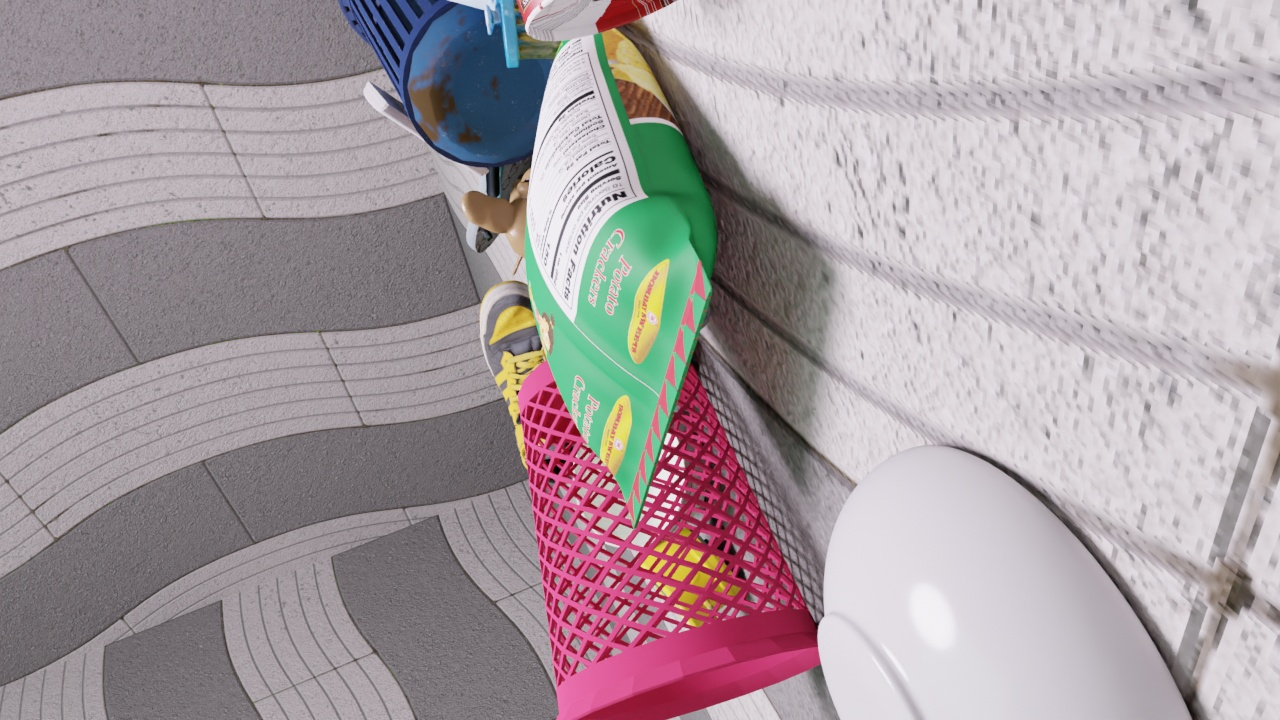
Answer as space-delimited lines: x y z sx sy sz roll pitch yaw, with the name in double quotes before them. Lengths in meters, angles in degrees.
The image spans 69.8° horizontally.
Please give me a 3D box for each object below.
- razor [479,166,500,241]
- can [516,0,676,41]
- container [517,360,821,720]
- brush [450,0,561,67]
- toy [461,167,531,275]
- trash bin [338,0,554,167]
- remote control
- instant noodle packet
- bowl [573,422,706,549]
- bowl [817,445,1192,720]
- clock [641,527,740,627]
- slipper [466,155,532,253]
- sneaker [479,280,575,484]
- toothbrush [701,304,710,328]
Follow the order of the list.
"razor" -0.135 -0.166 0.823 0.042 0.022 0.145 58 154 20
"can" -0.025 -0.201 0.364 0.087 0.086 0.116 -171 61 -78
"container" 0.004 0.109 0.611 0.183 0.183 0.225 91 163 -63
"brush" -0.088 -0.237 0.556 0.055 0.075 0.135 101 162 -70
"toy" -0.090 -0.126 0.816 0.108 0.134 0.105 -164 95 -78
"trash bin" -0.145 -0.258 0.712 0.249 0.139 0.139 -124 17 -44
"remote control" -0.170 -0.183 0.737 0.033 0.012 0.130 49 -169 27
"instant noodle packet" -0.017 -0.063 0.519 0.196 0.090 0.252 104 155 -49
"bowl" 0.007 0.093 0.746 0.061 0.118 0.117 9 -131 -51
"bowl" 0.114 0.124 0.337 0.177 0.066 0.176 159 90 -79
"clock" 0.034 0.173 0.781 0.119 0.057 0.083 42 167 34
"slipper" -0.120 -0.182 0.910 0.055 0.098 0.269 33 155 1
"sneaker" -0.114 0.036 1.018 0.122 0.086 0.239 -116 6 -58
"toothbrush" -0.004 -0.067 0.659 0.026 0.027 0.222 -70 25 14
